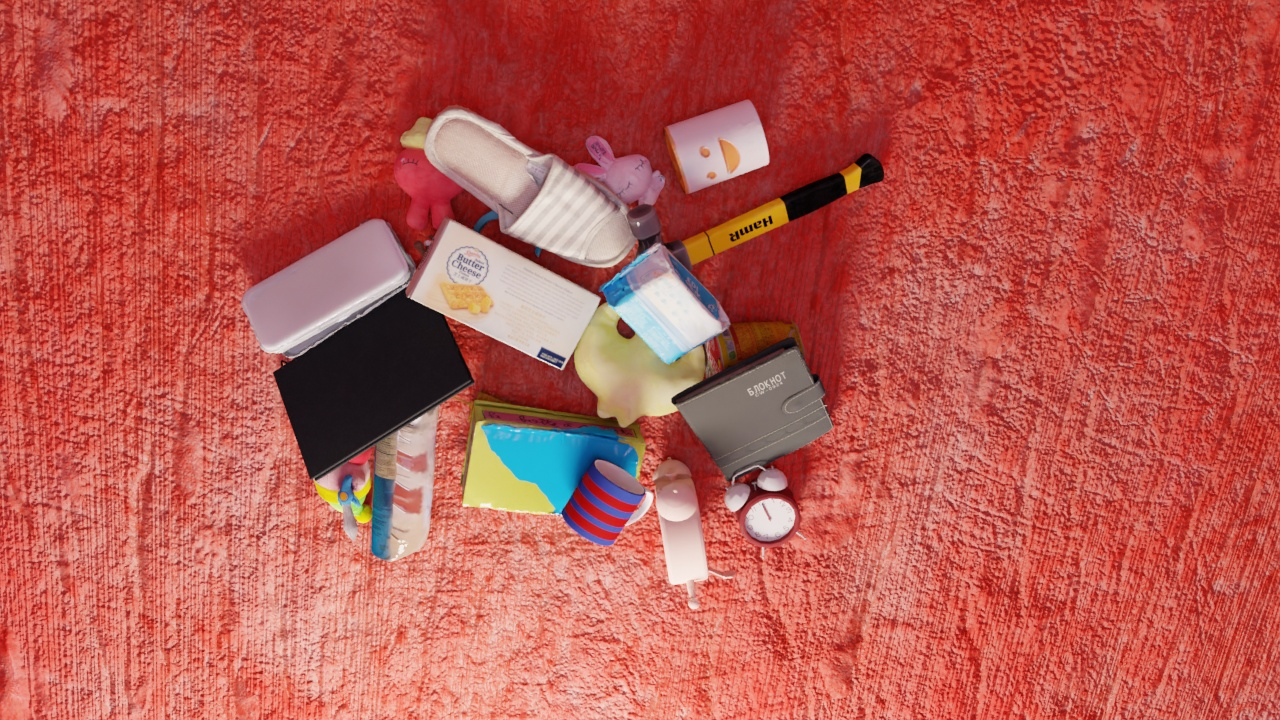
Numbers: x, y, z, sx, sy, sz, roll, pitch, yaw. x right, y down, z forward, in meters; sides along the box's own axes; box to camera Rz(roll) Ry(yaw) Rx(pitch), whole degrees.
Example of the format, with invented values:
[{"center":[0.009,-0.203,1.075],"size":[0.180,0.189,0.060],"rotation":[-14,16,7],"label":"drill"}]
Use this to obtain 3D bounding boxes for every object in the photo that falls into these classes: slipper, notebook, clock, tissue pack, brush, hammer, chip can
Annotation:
[{"center":[-0.126,-0.197,1.068],"size":[0.272,0.054,0.115],"rotation":[30,118,-14],"label":"slipper"},{"center":[0.149,0.066,1.140],"size":[0.169,0.029,0.209],"rotation":[-27,142,8],"label":"notebook"},{"center":[0.063,0.215,1.179],"size":[0.086,0.131,0.160],"rotation":[-16,104,2],"label":"clock"},{"center":[0.164,0.195,1.219],"size":[0.087,0.044,0.124],"rotation":[-26,110,6],"label":"clock"},{"center":[0.029,-0.068,1.075],"size":[0.093,0.061,0.144],"rotation":[-32,122,22],"label":"tissue pack"},{"center":[-0.198,0.064,1.188],"size":[0.126,0.017,0.048],"rotation":[24,103,-8],"label":"brush"},{"center":[-0.332,0.017,1.122],"size":[0.231,0.019,0.169],"rotation":[-31,66,6],"label":"notebook"},{"center":[0.148,-0.167,1.115],"size":[0.324,0.034,0.170],"rotation":[-25,128,-3],"label":"hammer"},{"center":[-0.302,0.141,1.176],"size":[0.080,0.079,0.230],"rotation":[6,105,-4],"label":"chip can"}]

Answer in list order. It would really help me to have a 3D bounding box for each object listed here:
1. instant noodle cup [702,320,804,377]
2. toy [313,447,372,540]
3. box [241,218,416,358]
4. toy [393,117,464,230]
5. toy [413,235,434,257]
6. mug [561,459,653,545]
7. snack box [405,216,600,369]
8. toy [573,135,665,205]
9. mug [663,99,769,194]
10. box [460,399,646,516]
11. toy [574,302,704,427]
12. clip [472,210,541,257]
[{"center":[0.142,-0.007,1.146],"size":[0.112,0.100,0.100],"rotation":[-9,105,-8],"label":"instant noodle cup"},{"center":[-0.369,0.154,1.170],"size":[0.096,0.124,0.131],"rotation":[5,106,-45],"label":"toy"},{"center":[-0.379,-0.088,1.117],"size":[0.214,0.063,0.118],"rotation":[-28,88,7],"label":"box"},{"center":[-0.249,-0.221,1.095],"size":[0.091,0.045,0.135],"rotation":[9,99,-2],"label":"toy"},{"center":[-0.236,-0.113,1.126],"size":[0.054,0.042,0.102],"rotation":[-47,124,-31],"label":"toy"},{"center":[-0.033,0.177,1.125],"size":[0.111,0.075,0.076],"rotation":[22,104,-45],"label":"mug"},{"center":[-0.163,-0.080,1.103],"size":[0.207,0.057,0.104],"rotation":[26,96,-22],"label":"snack box"},{"center":[-0.025,-0.224,1.103],"size":[0.110,0.047,0.063],"rotation":[23,96,-5],"label":"toy"},{"center":[0.089,-0.252,1.081],"size":[0.105,0.082,0.082],"rotation":[-19,105,2],"label":"mug"},{"center":[-0.111,0.130,1.168],"size":[0.221,0.079,0.124],"rotation":[6,107,-15],"label":"box"},{"center":[-0.007,0.007,1.157],"size":[0.170,0.064,0.155],"rotation":[24,93,-4],"label":"toy"},{"center":[-0.168,-0.174,1.123],"size":[0.119,0.033,0.120],"rotation":[-23,105,8],"label":"clip"}]
